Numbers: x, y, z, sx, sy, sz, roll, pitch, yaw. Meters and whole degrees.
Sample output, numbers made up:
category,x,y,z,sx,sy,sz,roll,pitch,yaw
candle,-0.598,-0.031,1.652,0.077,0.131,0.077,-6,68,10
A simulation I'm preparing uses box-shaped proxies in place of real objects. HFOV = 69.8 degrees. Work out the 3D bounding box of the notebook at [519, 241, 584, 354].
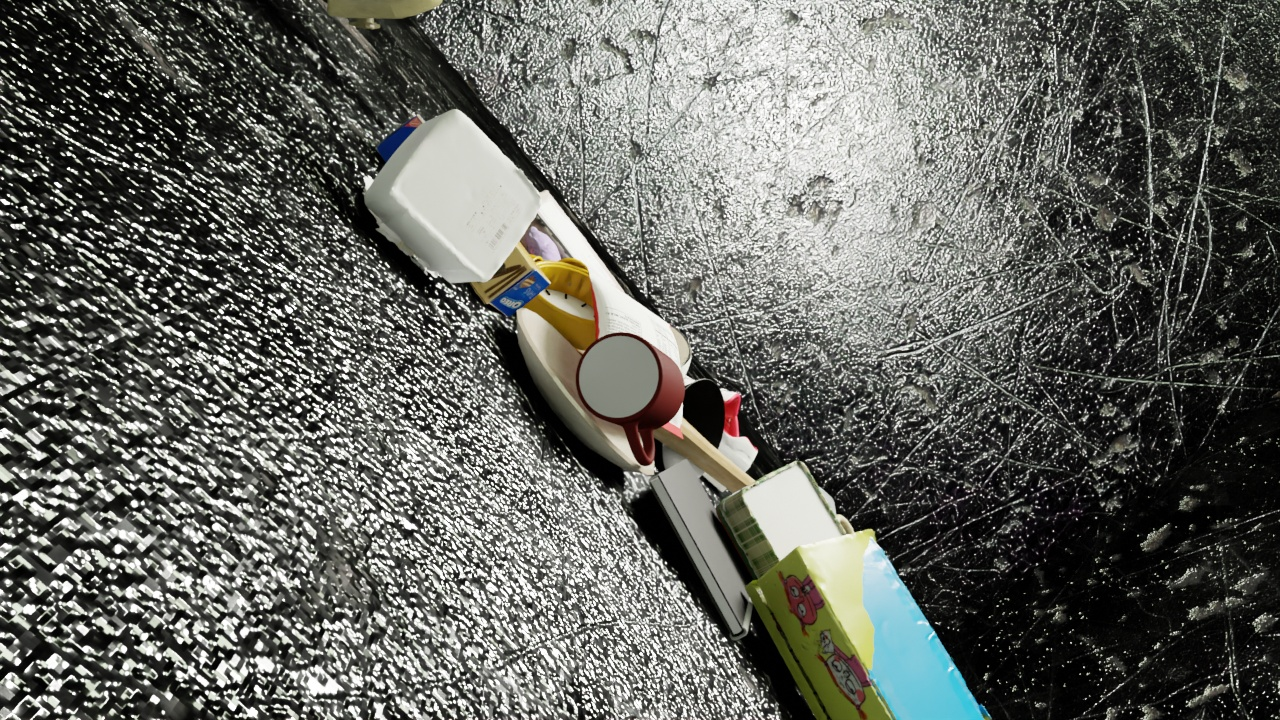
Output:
category,x,y,z,sx,sy,sz,roll,pitch,yaw
notebook,-0.133,-0.104,1.144,0.249,0.014,0.178,54,6,26

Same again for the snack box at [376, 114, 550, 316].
category,x,y,z,sx,sy,sz,roll,pitch,yaw
snack box,-0.171,-0.138,0.877,0.206,0.057,0.056,52,3,16

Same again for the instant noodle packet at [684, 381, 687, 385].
category,x,y,z,sx,sy,sz,roll,pitch,yaw
instant noodle packet,0.009,0.020,1.244,0.098,0.039,0.135,31,1,14

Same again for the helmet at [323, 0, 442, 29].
category,x,y,z,sx,sy,sz,roll,pitch,yaw
helmet,-0.283,-0.463,0.933,0.233,0.256,0.250,45,9,-23

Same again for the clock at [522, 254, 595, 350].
category,x,y,z,sx,sy,sz,roll,pitch,yaw
clock,-0.081,-0.066,0.967,0.113,0.052,0.152,0,38,-41

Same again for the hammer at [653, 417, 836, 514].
category,x,y,z,sx,sy,sz,roll,pitch,yaw
hammer,0.103,0.132,1.036,0.322,0.117,0.051,40,38,-42

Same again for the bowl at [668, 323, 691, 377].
category,x,y,z,sx,sy,sz,roll,pitch,yaw
bowl,-0.006,0.006,1.004,0.116,0.116,0.066,-123,-145,-46

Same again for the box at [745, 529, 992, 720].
category,x,y,z,sx,sy,sz,roll,pitch,yaw
box,0.202,0.266,0.797,0.124,0.082,0.221,-4,55,-42

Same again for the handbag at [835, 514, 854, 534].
category,x,y,z,sx,sy,sz,roll,pitch,yaw
handbag,0.212,0.296,1.078,0.229,0.132,0.183,37,40,-54

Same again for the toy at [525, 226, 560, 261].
category,x,y,z,sx,sy,sz,roll,pitch,yaw
toy,-0.110,-0.113,1.125,0.080,0.036,0.099,60,3,-46

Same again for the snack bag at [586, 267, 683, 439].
category,x,y,z,sx,sy,sz,roll,pitch,yaw
snack bag,-0.003,-0.009,0.902,0.130,0.039,0.143,32,40,-39

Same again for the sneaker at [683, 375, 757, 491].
category,x,y,z,sx,sy,sz,roll,pitch,yaw
sneaker,0.092,0.071,1.330,0.090,0.104,0.236,44,9,-48

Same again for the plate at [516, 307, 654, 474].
category,x,y,z,sx,sy,sz,roll,pitch,yaw
plate,-0.056,0.034,0.820,0.189,0.027,0.188,50,6,-8

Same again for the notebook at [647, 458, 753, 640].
category,x,y,z,sx,sy,sz,roll,pitch,yaw
notebook,0.063,0.166,0.855,0.149,0.016,0.206,61,7,7

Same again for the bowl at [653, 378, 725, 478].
category,x,y,z,sx,sy,sz,roll,pitch,yaw
bowl,0.042,0.076,1.054,0.053,0.124,0.124,14,-18,36

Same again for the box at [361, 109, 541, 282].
category,x,y,z,sx,sy,sz,roll,pitch,yaw
box,-0.168,-0.122,0.735,0.110,0.102,0.130,44,-25,-30

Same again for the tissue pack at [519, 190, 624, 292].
category,x,y,z,sx,sy,sz,roll,pitch,yaw
tissue pack,-0.104,-0.134,1.225,0.181,0.071,0.103,49,21,-4

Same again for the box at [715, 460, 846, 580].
category,x,y,z,sx,sy,sz,roll,pitch,yaw
box,0.170,0.211,0.929,0.117,0.050,0.205,-20,76,-45

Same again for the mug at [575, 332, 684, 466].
category,x,y,z,sx,sy,sz,roll,pitch,yaw
mug,-0.005,0.035,0.765,0.082,0.073,0.105,31,50,-72
